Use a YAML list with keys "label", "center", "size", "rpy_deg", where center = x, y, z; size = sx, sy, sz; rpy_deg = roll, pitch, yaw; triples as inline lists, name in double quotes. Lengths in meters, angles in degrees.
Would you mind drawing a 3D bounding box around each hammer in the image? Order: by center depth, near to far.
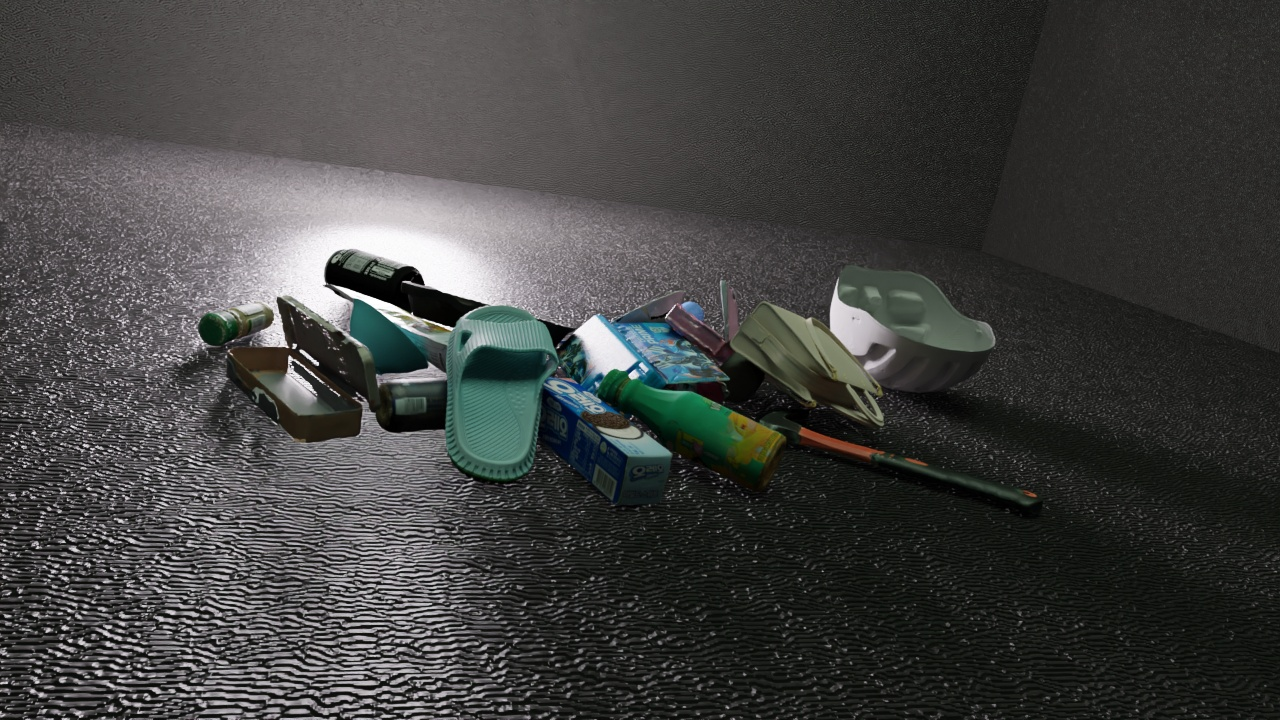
- label: "hammer"
  center: [0.302, 0.123, 1.087]
  size: [0.333, 0.033, 0.132]
  rpy_deg: [16, 17, 17]

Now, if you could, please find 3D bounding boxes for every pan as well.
- label: "pan"
  center: [-0.226, -0.059, 1.204]
  size: [0.249, 0.043, 0.355]
  rpy_deg: [16, 0, 12]

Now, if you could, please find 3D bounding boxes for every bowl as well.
- label: "bowl"
  center: [-0.319, -0.017, 1.117]
  size: [0.121, 0.121, 0.046]
  rpy_deg: [24, 65, 40]
- label: "bowl"
  center: [0.005, -0.036, 1.364]
  size: [0.174, 0.068, 0.174]
  rpy_deg: [-26, -6, -3]

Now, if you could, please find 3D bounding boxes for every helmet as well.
- label: "helmet"
  center: [0.421, -0.045, 1.442]
  size: [0.224, 0.184, 0.282]
  rpy_deg: [-3, 13, -20]

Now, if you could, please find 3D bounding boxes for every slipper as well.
- label: "slipper"
  center: [-0.148, 0.014, 0.965]
  size: [0.116, 0.070, 0.275]
  rpy_deg: [10, 39, -13]

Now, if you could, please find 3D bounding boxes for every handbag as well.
- label: "handbag"
  center: [0.242, 0.023, 1.213]
  size: [0.198, 0.101, 0.194]
  rpy_deg: [46, 18, 32]

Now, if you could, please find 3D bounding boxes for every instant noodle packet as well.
- label: "instant noodle packet"
  center: [-0.282, -0.036, 1.177]
  size: [0.269, 0.057, 0.147]
  rpy_deg: [25, -9, 39]

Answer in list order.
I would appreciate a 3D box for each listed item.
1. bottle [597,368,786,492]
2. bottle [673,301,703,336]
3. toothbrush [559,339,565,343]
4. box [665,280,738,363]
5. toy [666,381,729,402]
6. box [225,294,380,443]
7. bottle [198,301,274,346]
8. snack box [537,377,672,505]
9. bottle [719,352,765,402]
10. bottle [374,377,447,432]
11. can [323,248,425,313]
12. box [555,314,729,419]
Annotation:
- label: "bottle"
  center: [0.051, 0.069, 0.999]
  size: [0.210, 0.068, 0.068]
  rpy_deg: [25, 21, 20]
- label: "bottle"
  center: [0.068, -0.066, 1.551]
  size: [0.048, 0.048, 0.131]
  rpy_deg: [14, 17, 15]
- label: "toothbrush"
  center: [-0.140, -0.031, 1.377]
  size: [0.132, 0.016, 0.021]
  rpy_deg: [16, 17, 30]
- label: "box"
  center: [0.114, -0.059, 1.325]
  size: [0.099, 0.098, 0.232]
  rpy_deg: [37, 3, 11]
- label: "toy"
  center: [0.068, 0.031, 1.223]
  size: [0.102, 0.065, 0.050]
  rpy_deg: [26, 55, 35]
- label: "box"
  center: [-0.370, 0.015, 0.984]
  size: [0.107, 0.095, 0.216]
  rpy_deg: [-33, 39, -29]
- label: "bottle"
  center: [-0.512, -0.049, 1.169]
  size: [0.043, 0.043, 0.109]
  rpy_deg: [12, 16, 9]
- label: "snack box"
  center: [-0.053, 0.080, 0.970]
  size: [0.059, 0.059, 0.226]
  rpy_deg: [3, 16, -34]
- label: "bottle"
  center: [0.144, 0.018, 1.289]
  size: [0.060, 0.060, 0.108]
  rpy_deg: [14, 17, 14]
- label: "bottle"
  center: [-0.204, 0.046, 0.998]
  size: [0.160, 0.056, 0.056]
  rpy_deg: [-2, 20, -36]
- label: "can"
  center: [-0.406, -0.120, 1.402]
  size: [0.146, 0.080, 0.080]
  rpy_deg: [18, 18, 26]
- label: "box"
  center: [-0.011, -0.006, 1.171]
  size: [0.174, 0.064, 0.243]
  rpy_deg: [-22, 24, -10]
